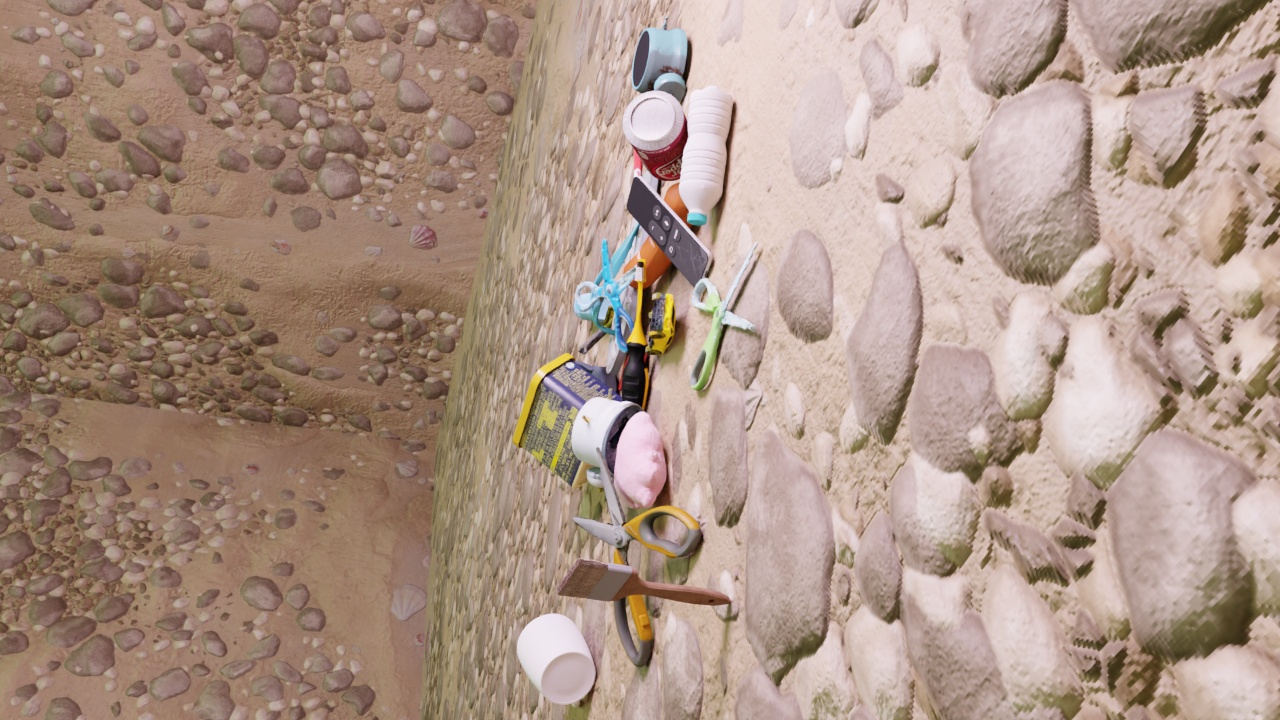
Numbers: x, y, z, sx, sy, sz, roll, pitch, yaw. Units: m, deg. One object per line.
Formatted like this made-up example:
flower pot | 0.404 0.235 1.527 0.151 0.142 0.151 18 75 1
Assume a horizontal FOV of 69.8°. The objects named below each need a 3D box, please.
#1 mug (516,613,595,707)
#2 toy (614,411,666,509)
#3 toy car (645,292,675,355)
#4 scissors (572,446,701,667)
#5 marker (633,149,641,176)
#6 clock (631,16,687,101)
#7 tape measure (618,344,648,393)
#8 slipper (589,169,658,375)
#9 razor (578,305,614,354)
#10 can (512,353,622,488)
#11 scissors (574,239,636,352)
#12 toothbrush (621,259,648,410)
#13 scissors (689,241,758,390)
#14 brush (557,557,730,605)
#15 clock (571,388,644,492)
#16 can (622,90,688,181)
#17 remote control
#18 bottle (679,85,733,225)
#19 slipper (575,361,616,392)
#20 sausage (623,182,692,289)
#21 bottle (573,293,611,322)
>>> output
mug | -0.094 0.376 1.109 0.088 0.080 0.114 26 138 67
toy | 0.001 0.112 0.953 0.093 0.050 0.102 -135 50 -66
toy car | 0.022 -0.037 0.994 0.107 0.030 0.049 107 168 -75
scissors | -0.006 0.188 0.912 0.230 0.016 0.225 -31 69 52
marker | -0.004 -0.245 1.233 0.013 0.012 0.142 128 147 -59
clock | 0.024 -0.350 1.125 0.090 0.053 0.124 154 121 -71
tape measure | -0.006 0.006 1.086 0.052 0.019 0.058 128 158 -59
slipper | -0.023 -0.118 1.133 0.098 0.054 0.268 156 126 -74
razor | -0.053 -0.033 1.179 0.105 0.026 0.043 -47 -18 -57
can | -0.087 0.078 1.145 0.075 0.104 0.135 -34 -26 -47
scissors | -0.033 -0.070 1.074 0.134 0.011 0.140 -34 73 48
toothbrush | -0.004 -0.017 1.039 0.030 0.031 0.197 -31 -53 -67
scissors | 0.073 -0.046 0.857 0.165 0.024 0.172 -92 21 -51
brush | 0.008 0.182 0.726 0.045 0.143 0.008 -57 29 37
clock | -0.031 0.094 1.020 0.083 0.057 0.118 -46 -42 -41
can | 0.024 -0.236 0.975 0.114 0.063 0.063 32 -115 -75
remote control | 0.028 -0.136 0.959 0.146 0.008 0.045 53 142 33
bottle | 0.065 -0.204 0.921 0.044 0.044 0.136 166 112 -73
slipper | -0.103 0.053 1.282 0.266 0.083 0.109 161 115 -73
sausage | 0.024 -0.134 1.018 0.039 0.044 0.165 -57 0 -39
bottle | -0.068 -0.076 1.306 0.130 0.040 0.040 -167 87 -74
